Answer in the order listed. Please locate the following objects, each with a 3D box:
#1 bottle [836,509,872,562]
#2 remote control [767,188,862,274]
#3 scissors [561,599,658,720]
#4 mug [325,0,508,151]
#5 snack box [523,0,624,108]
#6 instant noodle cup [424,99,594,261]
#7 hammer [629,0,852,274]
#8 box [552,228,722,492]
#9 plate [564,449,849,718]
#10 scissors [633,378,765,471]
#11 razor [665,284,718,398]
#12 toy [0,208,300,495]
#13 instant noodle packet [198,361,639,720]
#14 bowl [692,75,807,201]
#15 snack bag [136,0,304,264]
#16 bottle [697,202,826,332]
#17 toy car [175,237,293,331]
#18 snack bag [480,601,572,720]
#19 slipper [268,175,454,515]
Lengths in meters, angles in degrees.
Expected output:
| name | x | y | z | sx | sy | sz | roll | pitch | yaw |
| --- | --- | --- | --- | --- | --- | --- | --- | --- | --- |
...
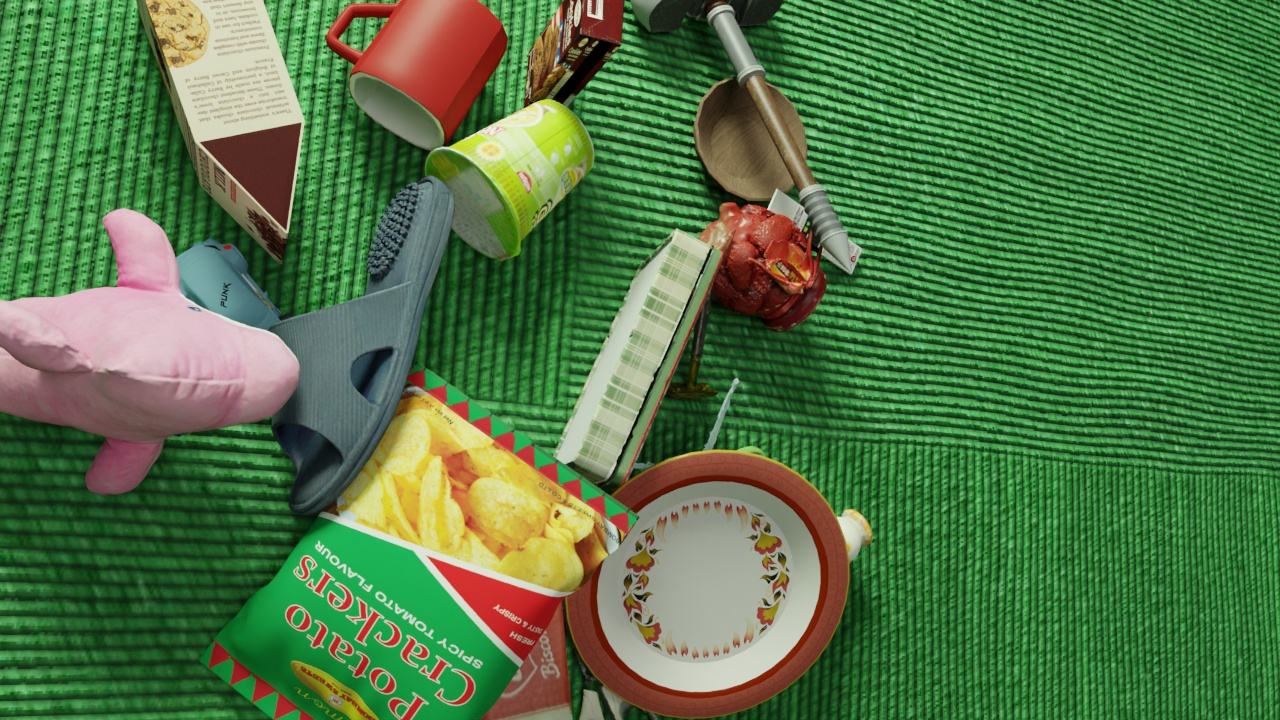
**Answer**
| name | x | y | z | sx | sy | sz | roll | pitch | yaw |
| --- | --- | --- | --- | --- | --- | --- | --- | --- | --- |
| bottle | 0.152 | 0.170 | 0.801 | 0.108 | 0.063 | 0.063 | -26 | 94 | -24 |
| remote control | 0.160 | -0.118 | 0.852 | 0.124 | 0.012 | 0.028 | 26 | 87 | -34 |
| scissors | -0.027 | 0.259 | 0.741 | 0.132 | 0.013 | 0.169 | 14 | 76 | -23 |
| mug | -0.176 | -0.235 | 0.703 | 0.116 | 0.081 | 0.096 | 31 | 72 | -10 |
| snack box | -0.055 | -0.245 | 0.721 | 0.031 | 0.141 | 0.051 | 8 | 80 | -23 |
| instant noodle cup | -0.097 | -0.149 | 0.722 | 0.099 | 0.099 | 0.107 | 50 | 60 | -10 |
| hammer | 0.111 | -0.214 | 0.788 | 0.155 | 0.043 | 0.322 | -14 | 70 | -24 |
| box | -0.004 | 0.004 | 0.725 | 0.050 | 0.118 | 0.205 | 26 | 72 | -11 |
| plate | 0.054 | 0.178 | 0.733 | 0.229 | 0.021 | 0.230 | -2 | 103 | -9 |
| scissors | 0.049 | 0.094 | 0.760 | 0.171 | 0.021 | 0.172 | 10 | 109 | -43 |
| razor | 0.050 | -0.018 | 0.780 | 0.042 | 0.026 | 0.106 | 0 | 110 | -22 |
| toy | -0.349 | -0.005 | 0.553 | 0.265 | 0.128 | 0.186 | 6 | 91 | -1 |
| instant noodle packet | -0.152 | 0.157 | 0.633 | 0.195 | 0.090 | 0.252 | 34 | 83 | 8 |
| bowl | 0.096 | -0.199 | 0.841 | 0.117 | 0.030 | 0.117 | 3 | 83 | -23 |
| snack bag | -0.282 | -0.175 | 0.638 | 0.069 | 0.094 | 0.206 | -20 | 91 | -25 |
| bottle | 0.105 | -0.084 | 0.792 | 0.111 | 0.099 | 0.098 | 39 | 70 | -24 |
| toy car | -0.290 | -0.037 | 0.655 | 0.060 | 0.028 | 0.108 | -41 | 100 | -22 |
| snack bag | -0.099 | 0.194 | 0.703 | 0.077 | 0.041 | 0.225 | -3 | 84 | -26 |
| slipper | -0.207 | -0.026 | 0.644 | 0.082 | 0.101 | 0.263 | 29 | 68 | -36 |
